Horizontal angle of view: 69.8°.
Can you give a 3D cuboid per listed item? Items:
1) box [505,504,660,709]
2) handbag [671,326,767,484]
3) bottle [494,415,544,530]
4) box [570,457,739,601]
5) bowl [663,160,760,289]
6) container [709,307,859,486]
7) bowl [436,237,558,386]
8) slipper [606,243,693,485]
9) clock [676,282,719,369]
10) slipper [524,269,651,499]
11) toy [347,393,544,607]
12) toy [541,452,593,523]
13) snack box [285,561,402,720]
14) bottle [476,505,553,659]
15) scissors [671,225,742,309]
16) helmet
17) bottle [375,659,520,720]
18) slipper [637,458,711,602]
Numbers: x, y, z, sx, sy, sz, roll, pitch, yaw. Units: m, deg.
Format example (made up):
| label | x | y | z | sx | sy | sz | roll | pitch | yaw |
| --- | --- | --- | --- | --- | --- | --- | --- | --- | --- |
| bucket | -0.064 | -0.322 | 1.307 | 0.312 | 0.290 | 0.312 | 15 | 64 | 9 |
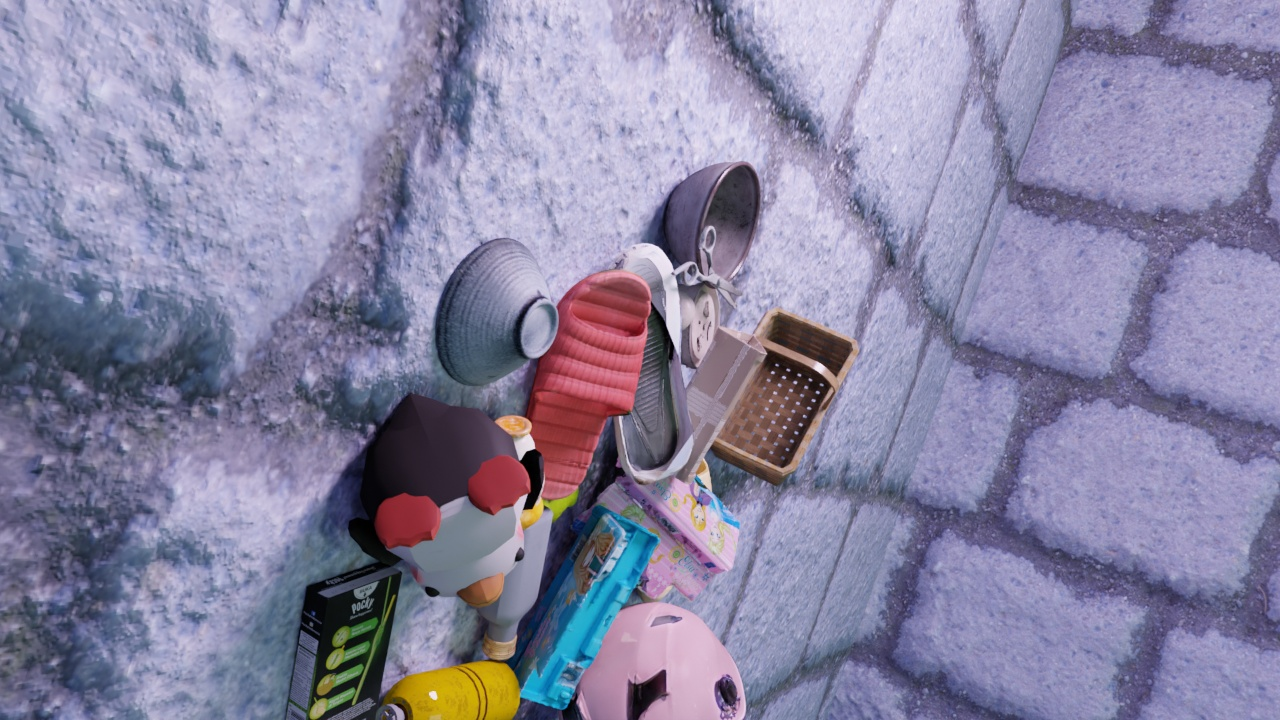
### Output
| label | x | y | z | sx | sy | sz | roll | pitch | yaw |
| --- | --- | --- | --- | --- | --- | --- | --- | --- | --- |
| box | -0.078 | 0.273 | 1.010 | 0.227 | 0.085 | 0.170 | -60 | 159 | -4 |
| handbag | 0.098 | 0.042 | 1.120 | 0.176 | 0.062 | 0.197 | -61 | 169 | 14 |
| bottle | -0.122 | 0.107 | 0.867 | 0.063 | 0.063 | 0.109 | -29 | 130 | -52 |
| box | 0.033 | 0.202 | 1.124 | 0.230 | 0.063 | 0.160 | 48 | 62 | -32 |
| bowl | 0.074 | -0.160 | 1.044 | 0.144 | 0.067 | 0.145 | -39 | 139 | -45 |
| container | 0.200 | 0.039 | 1.309 | 0.249 | 0.157 | 0.187 | -56 | 160 | -25 |
| bowl | -0.110 | -0.034 | 0.803 | 0.136 | 0.057 | 0.137 | -39 | 139 | -45 |
| slipper | -0.006 | 0.006 | 0.986 | 0.111 | 0.063 | 0.264 | -22 | 112 | -27 |
| clock | 0.044 | -0.048 | 1.067 | 0.157 | 0.061 | 0.103 | 34 | 65 | -65 |
| slipper | -0.055 | 0.030 | 0.897 | 0.103 | 0.059 | 0.249 | 18 | 100 | -24 |
| toy | -0.159 | 0.128 | 0.779 | 0.159 | 0.140 | 0.184 | -21 | 143 | -15 |
| toy | -0.083 | 0.125 | 0.980 | 0.094 | 0.036 | 0.094 | -41 | 146 | -33 |
| snack box | -0.249 | 0.249 | 0.767 | 0.080 | 0.025 | 0.148 | -8 | 114 | -59 |
| bottle | -0.133 | 0.228 | 0.940 | 0.072 | 0.046 | 0.161 | -13 | 119 | -58 |
| scissors | 0.076 | -0.083 | 1.005 | 0.117 | 0.014 | 0.161 | -55 | 145 | -30 |
| helmet | 0.000 | 0.395 | 1.106 | 0.152 | 0.230 | 0.254 | 63 | 26 | -21 |
| bottle | -0.190 | 0.333 | 0.881 | 0.163 | 0.071 | 0.071 | 22 | 87 | -62 |
| slipper | 0.060 | 0.221 | 1.253 | 0.111 | 0.079 | 0.262 | -18 | 123 | -61 |
